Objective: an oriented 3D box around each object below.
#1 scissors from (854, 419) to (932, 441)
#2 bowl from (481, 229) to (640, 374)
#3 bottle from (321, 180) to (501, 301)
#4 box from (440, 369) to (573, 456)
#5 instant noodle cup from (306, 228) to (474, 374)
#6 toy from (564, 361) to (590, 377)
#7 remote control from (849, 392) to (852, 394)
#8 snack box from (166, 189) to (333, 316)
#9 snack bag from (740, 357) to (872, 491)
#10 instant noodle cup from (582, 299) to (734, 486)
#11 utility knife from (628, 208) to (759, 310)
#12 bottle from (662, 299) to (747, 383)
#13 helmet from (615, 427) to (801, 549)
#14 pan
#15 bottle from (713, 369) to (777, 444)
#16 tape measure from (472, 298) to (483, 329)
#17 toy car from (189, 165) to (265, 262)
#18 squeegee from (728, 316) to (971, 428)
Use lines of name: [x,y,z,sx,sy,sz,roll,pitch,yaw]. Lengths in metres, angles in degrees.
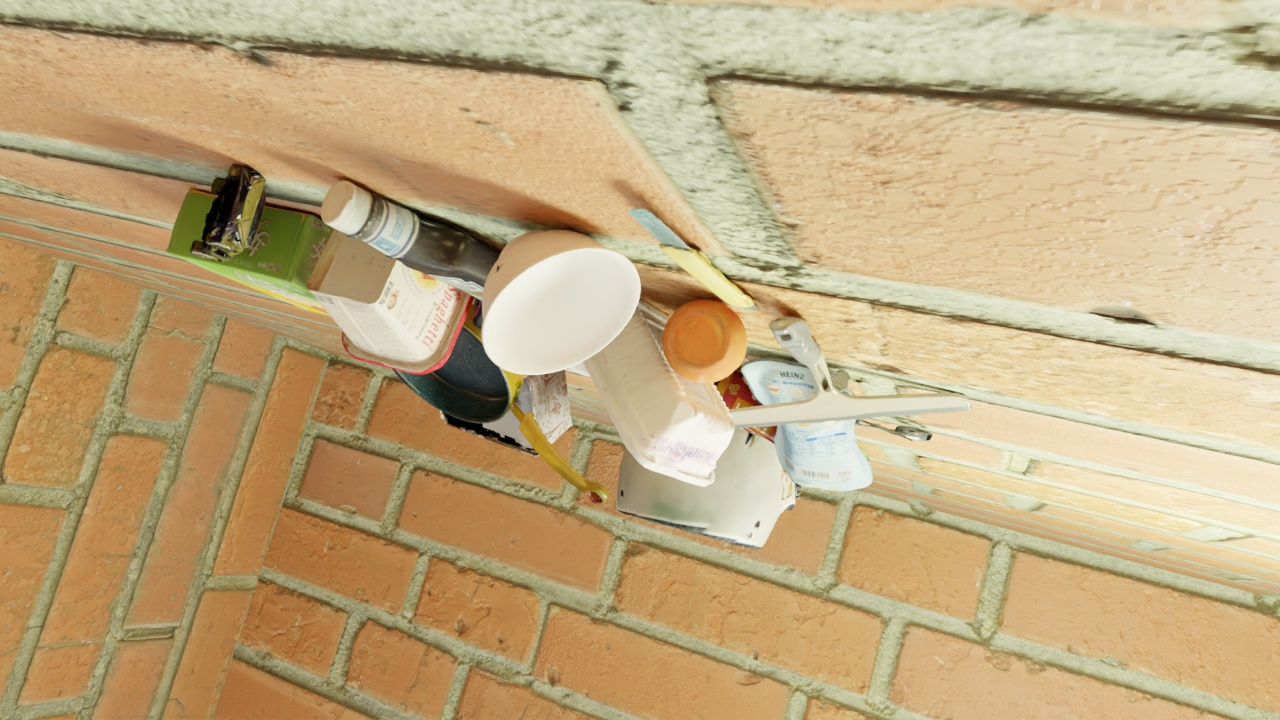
scissors: [0.269,0.074,1.057,0.179,0.014,0.160,12,-178,-42]
bowl: [-0.067,-0.053,0.648,0.118,0.118,0.064,25,-153,-52]
bottle: [-0.162,-0.087,0.736,0.080,0.044,0.194,9,169,42]
box: [-0.166,0.005,1.257,0.182,0.152,0.173,16,-143,27]
instant noodle cup: [-0.230,-0.062,0.840,0.117,0.116,0.124,13,161,18]
toy: [-0.037,-0.004,1.076,0.159,0.054,0.121,10,177,-26]
remote control: [0.199,0.038,0.980,0.049,0.024,0.125,11,171,29]
snack box: [-0.346,-0.096,0.949,0.158,0.070,0.210,13,173,20]
snack bag: [0.175,0.066,0.940,0.110,0.038,0.191,13,145,32]
instant noodle cup: [0.016,0.017,0.795,0.138,0.060,0.173,26,-148,-55]
utility knife: [0.037,-0.061,0.601,0.031,0.022,0.216,12,178,25]
bottle: [0.062,-0.012,0.773,0.067,0.067,0.149,14,180,14]
helmet: [0.090,0.103,1.145,0.230,0.157,0.273,15,-156,19]
pan: [-0.175,0.048,1.104,0.357,0.078,0.198,32,143,3]
bottle: [0.153,0.065,1.036,0.175,0.057,0.057,26,173,3]
tape measure: [-0.138,-0.055,0.873,0.039,0.057,0.058,19,-179,-14]
toy car: [-0.341,-0.119,0.768,0.042,0.070,0.158,19,173,-30]
squeegee: [0.143,0.002,0.776,0.247,0.039,0.246,-6,159,20]
